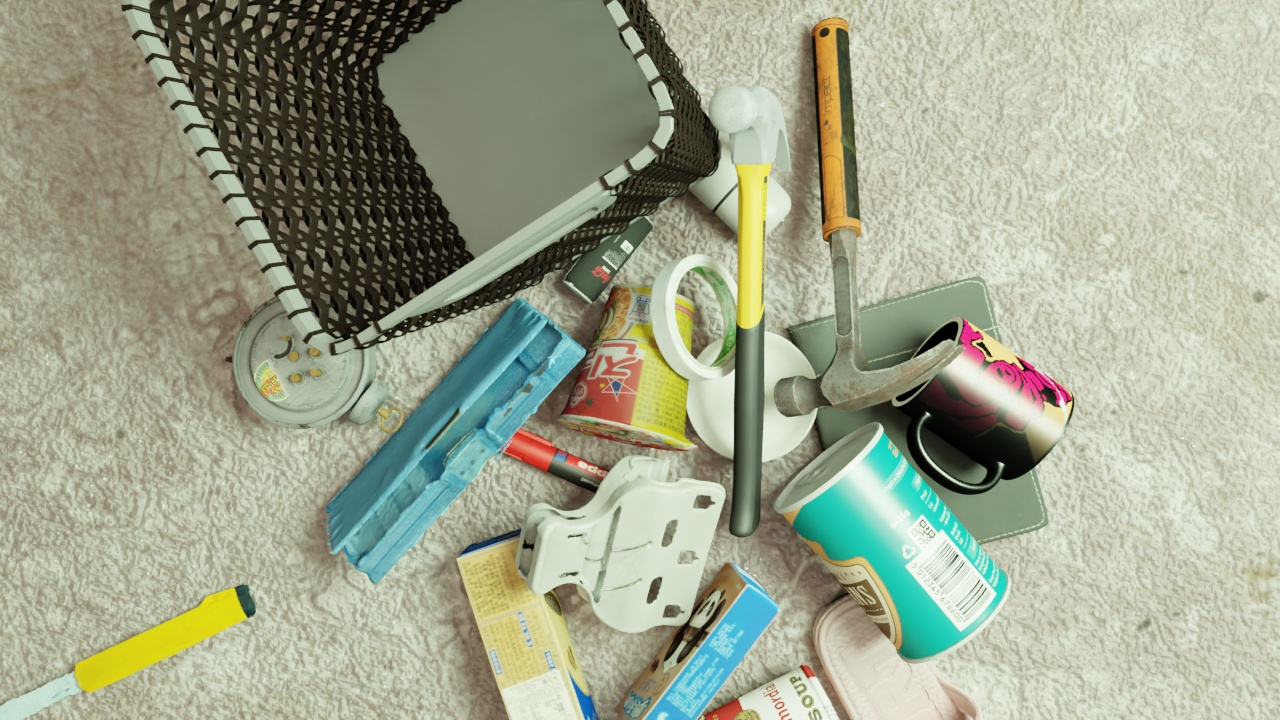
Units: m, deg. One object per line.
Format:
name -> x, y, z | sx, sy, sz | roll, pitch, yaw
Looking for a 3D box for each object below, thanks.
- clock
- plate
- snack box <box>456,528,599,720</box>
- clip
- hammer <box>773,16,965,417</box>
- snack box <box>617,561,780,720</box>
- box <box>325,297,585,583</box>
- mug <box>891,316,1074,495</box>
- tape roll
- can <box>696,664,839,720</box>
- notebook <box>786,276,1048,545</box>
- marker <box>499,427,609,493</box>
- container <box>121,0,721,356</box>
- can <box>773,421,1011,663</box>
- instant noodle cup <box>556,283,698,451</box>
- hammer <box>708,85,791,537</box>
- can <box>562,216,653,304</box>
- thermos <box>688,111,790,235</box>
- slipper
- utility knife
clock -> -0.245, 0.009, 0.707 | 0.148, 0.056, 0.104 | 35, 88, 1
plate -> 0.088, 0.029, 0.730 | 0.104, 0.026, 0.104 | 0, 86, 3
snack box -> -0.079, 0.235, 0.707 | 0.056, 0.057, 0.206 | -18, 89, 1
clip -> -0.023, 0.134, 0.692 | 0.152, 0.099, 0.126 | 9, 104, -14
hammer -> 0.162, -0.120, 0.692 | 0.138, 0.035, 0.314 | -12, 70, 39
snack box -> 0.041, 0.228, 0.695 | 0.034, 0.087, 0.151 | 38, 87, -1
box -> -0.149, 0.050, 0.691 | 0.231, 0.093, 0.054 | -48, 133, -1
mug -> 0.243, 0.042, 0.675 | 0.098, 0.082, 0.117 | 34, 66, -1
tape roll -> 0.045, -0.032, 0.682 | 0.018, 0.093, 0.093 | -8, 78, 42
can -> 0.094, 0.295, 0.695 | 0.116, 0.086, 0.086 | -26, 89, -2
notebook -> 0.225, 0.052, 0.736 | 0.169, 0.029, 0.209 | -15, 92, 0
marker -> -0.041, 0.090, 0.729 | 0.145, 0.021, 0.023 | 24, 80, -1
container -> -0.106, -0.175, 0.593 | 0.248, 0.243, 0.245 | -29, 89, 17
can -> 0.183, 0.132, 0.675 | 0.099, 0.099, 0.144 | -40, 89, -3
instant noodle cup -> -0.004, 0.004, 0.701 | 0.100, 0.100, 0.112 | 12, 80, -2
hammer -> 0.079, -0.028, 0.660 | 0.029, 0.126, 0.324 | 5, 107, 21
can -> -0.026, -0.085, 0.729 | 0.031, 0.031, 0.080 | 38, 88, -1
thermos -> 0.026, -0.183, 0.723 | 0.224, 0.052, 0.052 | 44, 87, 0
slipper -> 0.220, 0.292, 0.711 | 0.094, 0.064, 0.239 | -33, 88, -2
utility knife -> -0.403, 0.231, 0.715 | 0.217, 0.019, 0.030 | -25, 83, -7
